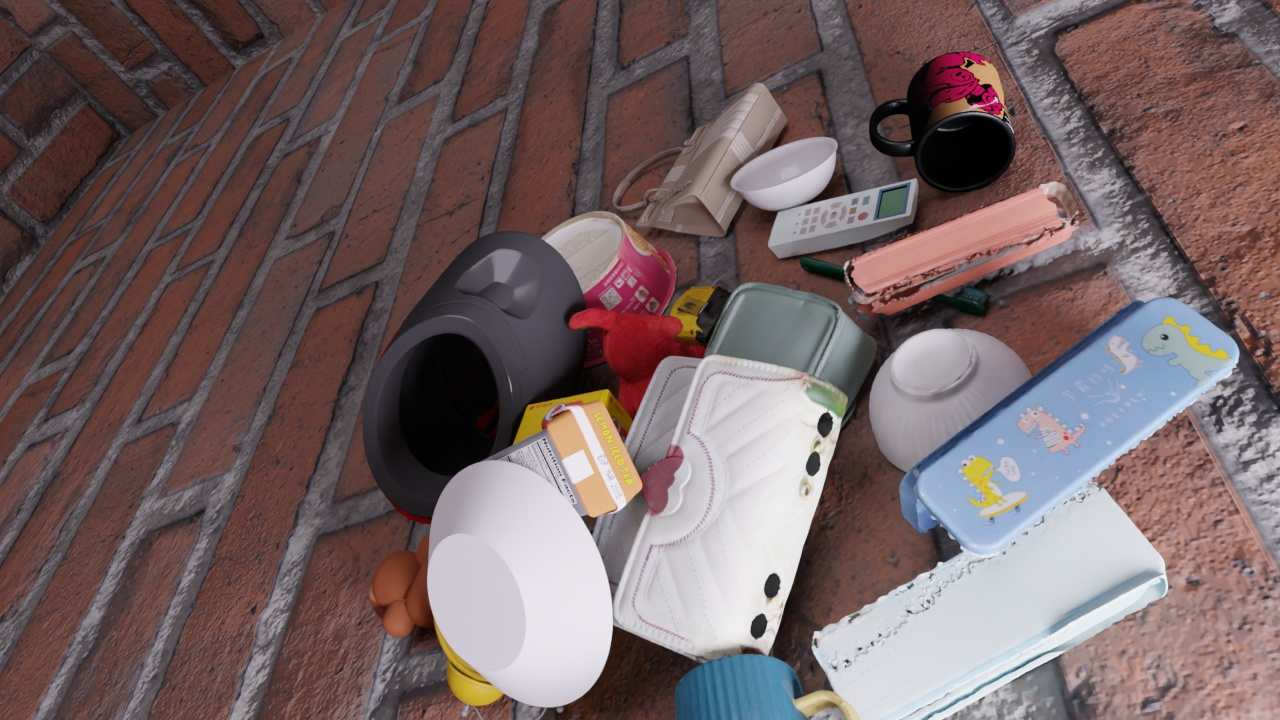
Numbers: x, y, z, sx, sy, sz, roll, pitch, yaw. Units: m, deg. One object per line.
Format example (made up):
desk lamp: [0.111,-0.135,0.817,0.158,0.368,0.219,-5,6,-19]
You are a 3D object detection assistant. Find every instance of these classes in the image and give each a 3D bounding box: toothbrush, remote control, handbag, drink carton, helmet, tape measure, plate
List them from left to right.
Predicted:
helmet: [-0.138,0.010,0.842,0.164,0.169,0.265,25,107,11]
plate: [-0.099,0.157,0.618,0.174,0.174,0.036,-1,8,38]
drink carton: [-0.062,0.080,0.642,0.048,0.076,0.125,-24,-3,-39]
handbag: [0.045,-0.211,1.040,0.198,0.062,0.175,-4,48,47]
tape measure: [0.056,-0.040,0.856,0.064,0.037,0.065,16,62,46]
handbag: [0.050,0.101,0.632,0.142,0.096,0.198,5,69,46]
handbag: [0.115,0.003,0.738,0.122,0.067,0.106,20,80,48]
remote control: [0.187,-0.127,0.851,0.144,0.024,0.049,-9,46,35]
toothbrush: [0.210,-0.068,0.778,0.017,0.016,0.190,-51,40,-13]

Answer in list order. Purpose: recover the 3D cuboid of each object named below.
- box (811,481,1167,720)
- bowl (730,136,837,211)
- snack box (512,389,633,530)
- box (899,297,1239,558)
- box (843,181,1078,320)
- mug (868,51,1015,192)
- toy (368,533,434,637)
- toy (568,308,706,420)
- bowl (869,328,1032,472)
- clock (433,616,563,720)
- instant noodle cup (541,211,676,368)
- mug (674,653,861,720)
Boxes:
box: [0.203,0.154,0.540,0.199,0.066,0.083,-31,62,8]
bowl: [0.149,-0.178,0.914,0.110,0.040,0.109,-21,26,11]
snack box: [-0.041,0.085,0.750,0.084,0.106,0.061,-12,42,28]
box: [0.262,0.047,0.569,0.209,0.074,0.078,-35,53,-7]
box: [0.254,-0.079,0.725,0.188,0.062,0.058,-20,59,4]
mug: [0.264,-0.211,0.818,0.118,0.082,0.098,-3,47,13]
toy: [-0.174,0.198,0.789,0.128,0.065,0.094,5,57,29]
toy: [-0.005,0.005,0.792,0.088,0.133,0.093,-8,55,49]
bowl: [0.214,0.019,0.649,0.118,0.062,0.117,-22,40,20]
clock: [-0.102,0.199,0.700,0.114,0.052,0.151,-14,72,28]
instant noodle cup: [-0.058,-0.082,0.957,0.179,0.078,0.178,-22,41,20]
mug: [0.077,0.230,0.525,0.114,0.083,0.107,-30,34,19]
